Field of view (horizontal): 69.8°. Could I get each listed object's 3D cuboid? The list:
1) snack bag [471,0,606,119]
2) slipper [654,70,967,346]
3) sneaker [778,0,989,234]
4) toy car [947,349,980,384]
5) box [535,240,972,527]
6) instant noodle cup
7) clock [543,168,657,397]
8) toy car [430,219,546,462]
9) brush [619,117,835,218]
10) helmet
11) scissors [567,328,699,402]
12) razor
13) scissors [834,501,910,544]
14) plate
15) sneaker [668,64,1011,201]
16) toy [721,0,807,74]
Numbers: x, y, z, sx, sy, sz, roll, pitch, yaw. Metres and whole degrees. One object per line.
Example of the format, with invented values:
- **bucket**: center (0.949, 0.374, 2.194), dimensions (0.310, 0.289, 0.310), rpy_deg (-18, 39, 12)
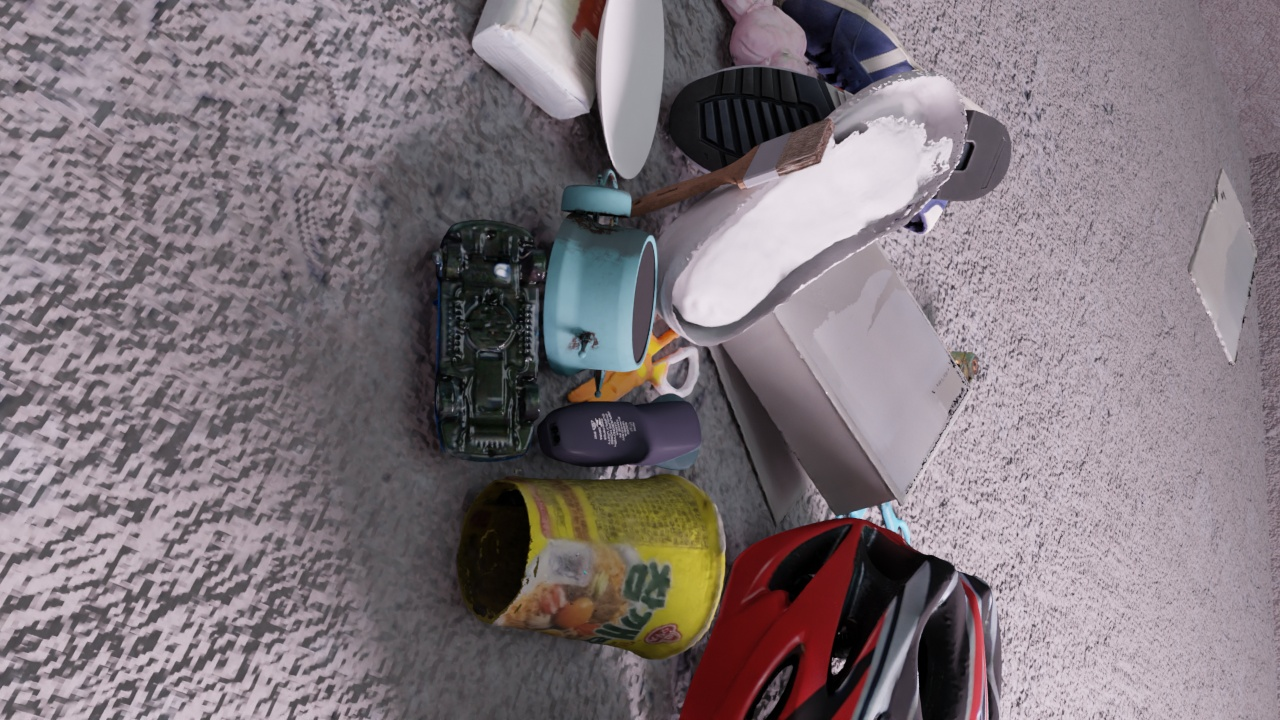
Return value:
- **snack bag**: center (-0.038, -0.256, 0.557), dimensions (0.077, 0.041, 0.224), rpy_deg (35, 56, -40)
- **slipper**: center (0.106, -0.098, 0.576), dimensions (0.246, 0.074, 0.112), rpy_deg (-36, 135, -11)
- **sneaker**: center (0.183, -0.200, 0.772), dimensions (0.233, 0.091, 0.118), rpy_deg (30, 88, -21)
- **toy car**: center (0.277, 0.012, 0.852), dimensions (0.111, 0.047, 0.047), rpy_deg (-42, 119, -44)
- **box**: center (0.038, 0.023, 0.767), dimensions (0.168, 0.405, 0.172), rpy_deg (-39, 111, -44)
- **instant noodle cup**: center (-0.028, 0.099, 0.464), dimensions (0.108, 0.102, 0.102), rpy_deg (14, 72, -37)
- **clock**: center (-0.020, -0.047, 0.506), dimensions (0.090, 0.053, 0.124), rpy_deg (77, 22, -65)
- **toy car**: center (-0.078, -0.010, 0.454), dimensions (0.056, 0.044, 0.120), rpy_deg (2, 82, -17)
- **brush**: center (0.043, -0.106, 0.539), dimensions (0.008, 0.143, 0.045), rpy_deg (57, 38, -26)
- **helmet**: center (0.129, 0.238, 0.579), dimensions (0.217, 0.167, 0.271), rpy_deg (27, 76, -39)
- **scissors**: center (-0.002, 0.011, 0.567), dimensions (0.130, 0.013, 0.070), rpy_deg (-39, 110, -46)
- **razor**: center (-0.009, 0.040, 0.505), dimensions (0.142, 0.052, 0.047), rpy_deg (9, 66, -63)
- **scissors**: center (0.196, 0.129, 0.766), dimensions (0.134, 0.015, 0.135), rpy_deg (-46, 120, -34)
- **plate**: center (-0.008, -0.179, 0.557), dimensions (0.134, 0.011, 0.134), rpy_deg (8, 89, -76)
- **sneaker**: center (0.134, -0.158, 0.677), dimensions (0.239, 0.124, 0.089), rpy_deg (7, 102, -6)
- **toy**: center (0.091, -0.249, 0.696), dimensions (0.063, 0.047, 0.110), rpy_deg (0, 66, -40)
